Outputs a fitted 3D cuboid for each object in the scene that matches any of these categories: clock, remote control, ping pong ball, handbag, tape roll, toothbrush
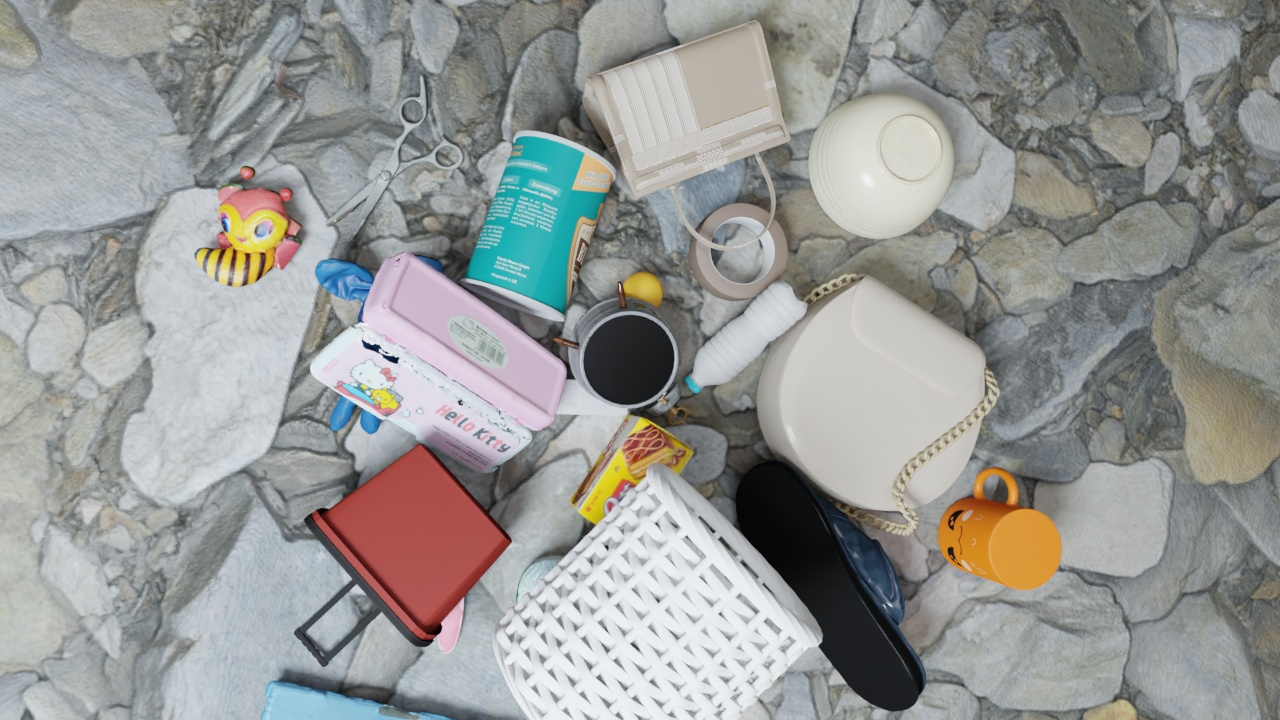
[{"bbox_3d":[-0.005,0.005,0.858,0.104,0.056,0.148,-40,105,1],"label":"clock"},{"bbox_3d":[-0.077,0.035,0.880,0.131,0.012,0.033,2,90,-11],"label":"remote control"},{"bbox_3d":[0.002,-0.065,0.884,0.040,0.040,0.040,0,88,-11],"label":"ping pong ball"},{"bbox_3d":[0.228,0.038,0.894,0.210,0.103,0.208,30,79,-10],"label":"handbag"},{"bbox_3d":[0.064,-0.201,0.879,0.175,0.062,0.198,-22,86,-11],"label":"handbag"},{"bbox_3d":[0.097,-0.107,0.909,0.093,0.030,0.093,0,88,-11],"label":"tape roll"},{"bbox_3d":[-0.172,0.206,0.855,0.021,0.016,0.135,8,86,-7],"label":"toothbrush"}]

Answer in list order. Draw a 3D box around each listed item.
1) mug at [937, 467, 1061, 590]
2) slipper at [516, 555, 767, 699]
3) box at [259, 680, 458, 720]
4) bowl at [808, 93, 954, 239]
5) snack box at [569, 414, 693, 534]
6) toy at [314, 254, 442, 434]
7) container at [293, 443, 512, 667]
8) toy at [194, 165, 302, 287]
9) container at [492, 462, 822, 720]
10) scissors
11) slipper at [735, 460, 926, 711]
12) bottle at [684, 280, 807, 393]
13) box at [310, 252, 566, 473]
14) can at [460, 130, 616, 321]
[{"bbox_3d":[0.357,0.163,0.917,0.077,0.096,0.112,4,87,-11],"label":"mug"},{"bbox_3d":[0.005,0.241,0.862,0.245,0.074,0.104,15,87,6],"label":"slipper"},{"bbox_3d":[-0.238,0.392,0.819,0.231,0.060,0.175,16,87,-11],"label":"box"},{"bbox_3d":[0.253,-0.202,0.919,0.150,0.075,0.150,0,88,-12],"label":"bowl"},{"bbox_3d":[-0.009,0.109,0.855,0.061,0.084,0.105,35,83,-7],"label":"snack box"},{"bbox_3d":[-0.246,-0.020,0.824,0.112,0.071,0.176,14,85,-21],"label":"toy"},{"bbox_3d":[-0.224,0.183,0.789,0.200,0.127,0.148,-43,84,-11],"label":"container"},{"bbox_3d":[-0.348,-0.114,0.817,0.084,0.046,0.103,29,87,-15],"label":"toy"},{"bbox_3d":[0.013,0.213,0.732,0.187,0.189,0.189,-45,97,2],"label":"container"},{"bbox_3d":[-0.238,-0.188,0.856,0.153,0.014,0.131,-23,93,-14],"label":"scissors"},{"bbox_3d":[0.194,0.205,0.893,0.083,0.109,0.265,-32,87,-41],"label":"slipper"},{"bbox_3d":[0.099,-0.020,0.890,0.136,0.044,0.044,-42,96,8],"label":"bottle"},{"bbox_3d":[-0.173,0.010,0.808,0.201,0.102,0.110,37,47,-33],"label":"box"},{"bbox_3d":[-0.092,-0.121,0.838,0.099,0.099,0.144,20,85,-10],"label":"can"}]
